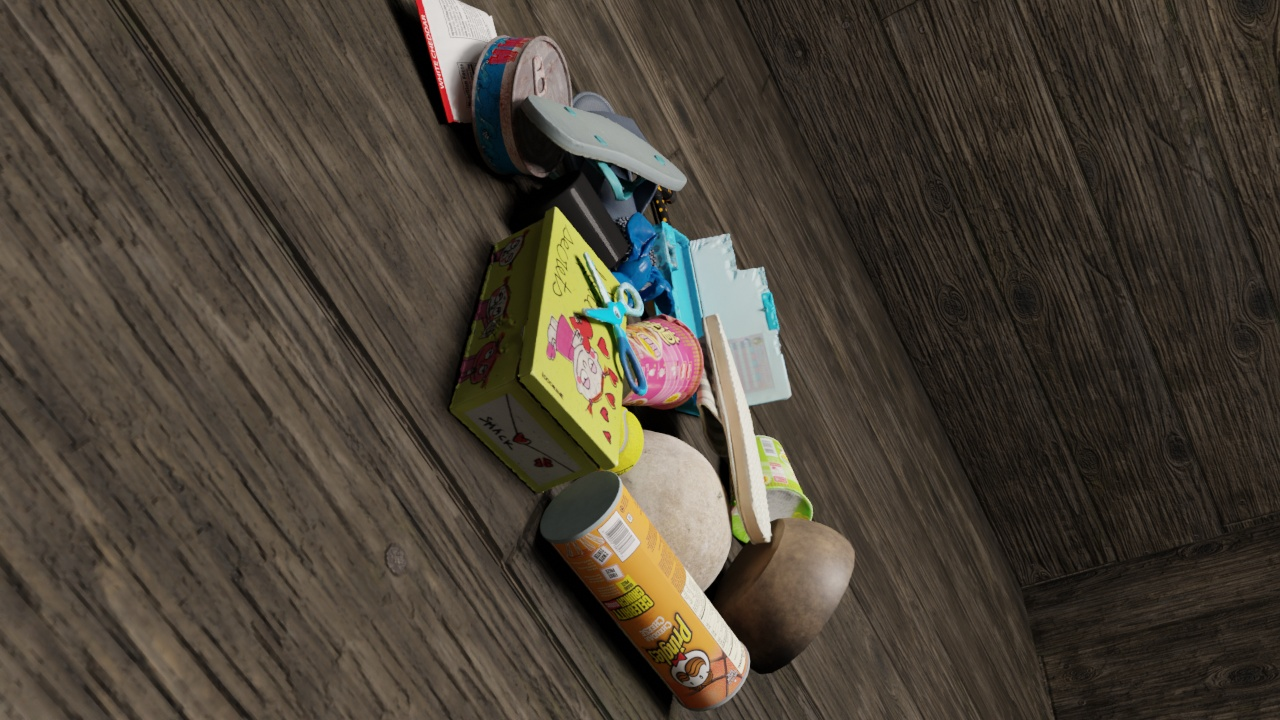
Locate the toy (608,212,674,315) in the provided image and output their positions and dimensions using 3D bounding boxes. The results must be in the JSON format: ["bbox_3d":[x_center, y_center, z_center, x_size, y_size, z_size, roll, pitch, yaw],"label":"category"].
[{"bbox_3d":[-0.010,-0.079,0.960,0.113,0.071,0.175,51,31,-8],"label":"toy"}]

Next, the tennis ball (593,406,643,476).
[{"bbox_3d":[-0.030,0.071,0.806,0.065,0.065,0.065,48,29,-38],"label":"tennis ball"}]

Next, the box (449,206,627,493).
[{"bbox_3d":[-0.075,-0.015,0.770,0.124,0.083,0.220,52,28,-32],"label":"box"}]

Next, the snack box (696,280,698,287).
[{"bbox_3d":[0.122,-0.042,1.286,0.143,0.041,0.147,36,38,-51],"label":"snack box"}]

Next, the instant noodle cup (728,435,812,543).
[{"bbox_3d":[0.147,0.151,1.099,0.099,0.099,0.107,52,19,-31],"label":"instant noodle cup"}]

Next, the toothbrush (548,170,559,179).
[{"bbox_3d":[-0.103,-0.213,0.989,0.135,0.017,0.022,56,25,-19],"label":"toothbrush"}]

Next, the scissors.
[{"bbox_3d":[-0.017,-0.032,0.803,0.134,0.011,0.139,-1,70,-70],"label":"scissors"}]

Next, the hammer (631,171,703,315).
[{"bbox_3d":[0.050,-0.128,1.225,0.123,0.036,0.320,27,43,-56],"label":"hammer"}]

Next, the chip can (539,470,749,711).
[{"bbox_3d":[0.007,0.193,0.759,0.215,0.075,0.075,56,25,-24],"label":"chip can"}]

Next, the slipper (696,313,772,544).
[{"bbox_3d":[0.090,0.067,0.959,0.114,0.054,0.272,69,9,-49],"label":"slipper"}]

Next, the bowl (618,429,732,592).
[{"bbox_3d":[0.038,0.141,0.875,0.178,0.081,0.178,45,32,-39],"label":"bowl"}]

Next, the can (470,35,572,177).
[{"bbox_3d":[-0.111,-0.243,0.881,0.129,0.044,0.130,8,89,-71],"label":"can"}]

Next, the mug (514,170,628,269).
[{"bbox_3d":[-0.067,-0.137,0.914,0.088,0.078,0.113,56,16,-23],"label":"mug"}]

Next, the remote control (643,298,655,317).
[{"bbox_3d":[0.005,-0.093,1.107,0.125,0.018,0.038,66,22,-7],"label":"remote control"}]

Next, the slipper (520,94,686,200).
[{"bbox_3d":[-0.043,-0.208,0.922,0.098,0.055,0.268,51,21,19],"label":"slipper"}]

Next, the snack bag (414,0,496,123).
[{"bbox_3d":[-0.161,-0.287,0.889,0.143,0.039,0.131,-20,96,-68],"label":"snack bag"}]

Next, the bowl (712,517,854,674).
[{"bbox_3d":[0.136,0.227,0.924,0.070,0.163,0.161,38,26,-3],"label":"bowl"}]

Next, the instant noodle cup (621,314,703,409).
[{"bbox_3d":[-0.005,0.005,0.902,0.108,0.098,0.097,-7,75,-59],"label":"instant noodle cup"}]

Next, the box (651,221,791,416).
[{"bbox_3d":[0.081,-0.049,1.120,0.169,0.086,0.227,-1,75,-32],"label":"box"}]

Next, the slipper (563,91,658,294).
[{"bbox_3d":[-0.021,-0.207,1.051,0.101,0.083,0.263,3,67,-43],"label":"slipper"}]
